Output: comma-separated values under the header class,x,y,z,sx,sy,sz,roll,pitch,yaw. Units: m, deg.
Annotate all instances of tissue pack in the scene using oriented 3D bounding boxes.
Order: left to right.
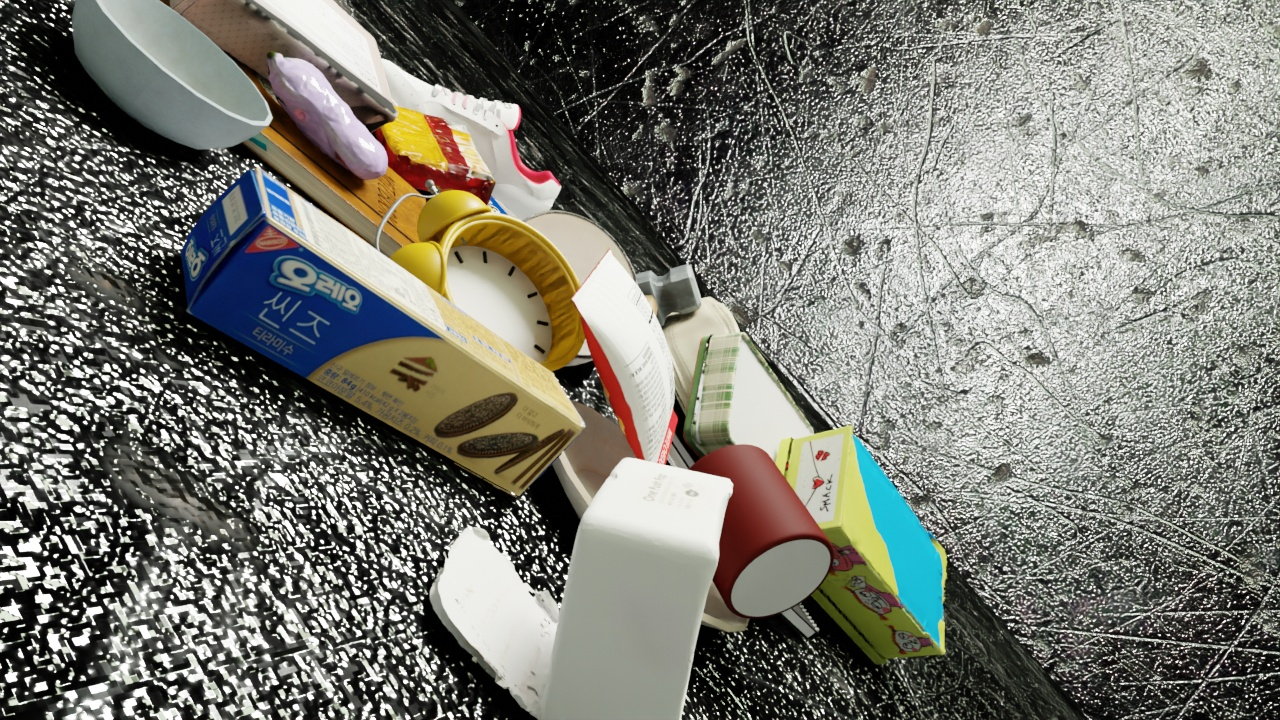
class,x,y,z,sx,sy,sz,roll,pitch,yaw
tissue pack,-0.265,-0.242,0.670,0.181,0.071,0.103,26,39,-60

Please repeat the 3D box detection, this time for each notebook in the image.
class,x,y,z,sx,sy,sz,roll,pitch,yaw
notebook,-0.244,-0.160,0.636,0.249,0.014,0.178,41,12,-31
notebook,0.068,0.127,0.761,0.206,0.016,0.149,56,4,39

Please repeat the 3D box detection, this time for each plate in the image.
class,x,y,z,sx,sy,sz,roll,pitch,yaw
plate,-0.001,0.104,0.595,0.188,0.027,0.188,45,10,-11

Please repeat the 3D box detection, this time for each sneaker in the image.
class,x,y,z,sx,sy,sz,roll,pitch,yaw
sneaker,-0.179,-0.241,0.959,0.236,0.104,0.090,44,11,-16

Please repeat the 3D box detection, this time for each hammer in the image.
class,x,y,z,sx,sy,sz,roll,pitch,yaw
hammer,-0.003,-0.023,0.851,0.322,0.117,0.051,-81,154,-72

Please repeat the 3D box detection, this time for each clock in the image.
class,x,y,z,sx,sy,sz,roll,pitch,yaw
clock,-0.101,-0.046,0.591,0.152,0.052,0.113,39,44,-21

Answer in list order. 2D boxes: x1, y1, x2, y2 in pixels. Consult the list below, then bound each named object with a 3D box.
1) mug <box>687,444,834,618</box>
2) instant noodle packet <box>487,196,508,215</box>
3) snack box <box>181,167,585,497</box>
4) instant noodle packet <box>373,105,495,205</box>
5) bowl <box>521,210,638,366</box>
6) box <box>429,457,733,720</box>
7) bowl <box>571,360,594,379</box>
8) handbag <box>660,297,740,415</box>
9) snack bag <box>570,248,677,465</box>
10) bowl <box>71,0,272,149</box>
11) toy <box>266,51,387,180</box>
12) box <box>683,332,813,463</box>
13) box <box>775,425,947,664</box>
class,x,y,z,sx,sy,sz,roll,pitch,yaw
mug,0.072,0.119,0.589,0.082,0.073,0.106,-121,-166,-48
instant noodle packet,-0.147,-0.130,0.887,0.134,0.026,0.087,49,17,8
snack box,-0.118,-0.005,0.452,0.206,0.057,0.056,38,10,-41
instant noodle packet,-0.193,-0.192,0.841,0.098,0.040,0.135,12,31,-36
bowl,-0.066,-0.048,0.695,0.116,0.116,0.066,45,-33,-12
box,-0.034,0.093,0.389,0.130,0.103,0.110,14,10,9
bowl,-0.060,-0.049,0.793,0.052,0.124,0.124,11,19,-10
handbag,0.052,0.021,1.039,0.228,0.132,0.184,-104,175,-63
snack bag,-0.004,0.004,0.631,0.130,0.039,0.144,-67,138,-67
bowl,-0.253,-0.151,0.488,0.106,0.039,0.106,45,10,-11
toy,-0.213,-0.164,0.629,0.099,0.036,0.080,50,-1,-13
box,0.109,0.071,0.879,0.205,0.050,0.117,47,43,-48
box,0.208,0.177,0.863,0.221,0.082,0.124,49,40,-32
